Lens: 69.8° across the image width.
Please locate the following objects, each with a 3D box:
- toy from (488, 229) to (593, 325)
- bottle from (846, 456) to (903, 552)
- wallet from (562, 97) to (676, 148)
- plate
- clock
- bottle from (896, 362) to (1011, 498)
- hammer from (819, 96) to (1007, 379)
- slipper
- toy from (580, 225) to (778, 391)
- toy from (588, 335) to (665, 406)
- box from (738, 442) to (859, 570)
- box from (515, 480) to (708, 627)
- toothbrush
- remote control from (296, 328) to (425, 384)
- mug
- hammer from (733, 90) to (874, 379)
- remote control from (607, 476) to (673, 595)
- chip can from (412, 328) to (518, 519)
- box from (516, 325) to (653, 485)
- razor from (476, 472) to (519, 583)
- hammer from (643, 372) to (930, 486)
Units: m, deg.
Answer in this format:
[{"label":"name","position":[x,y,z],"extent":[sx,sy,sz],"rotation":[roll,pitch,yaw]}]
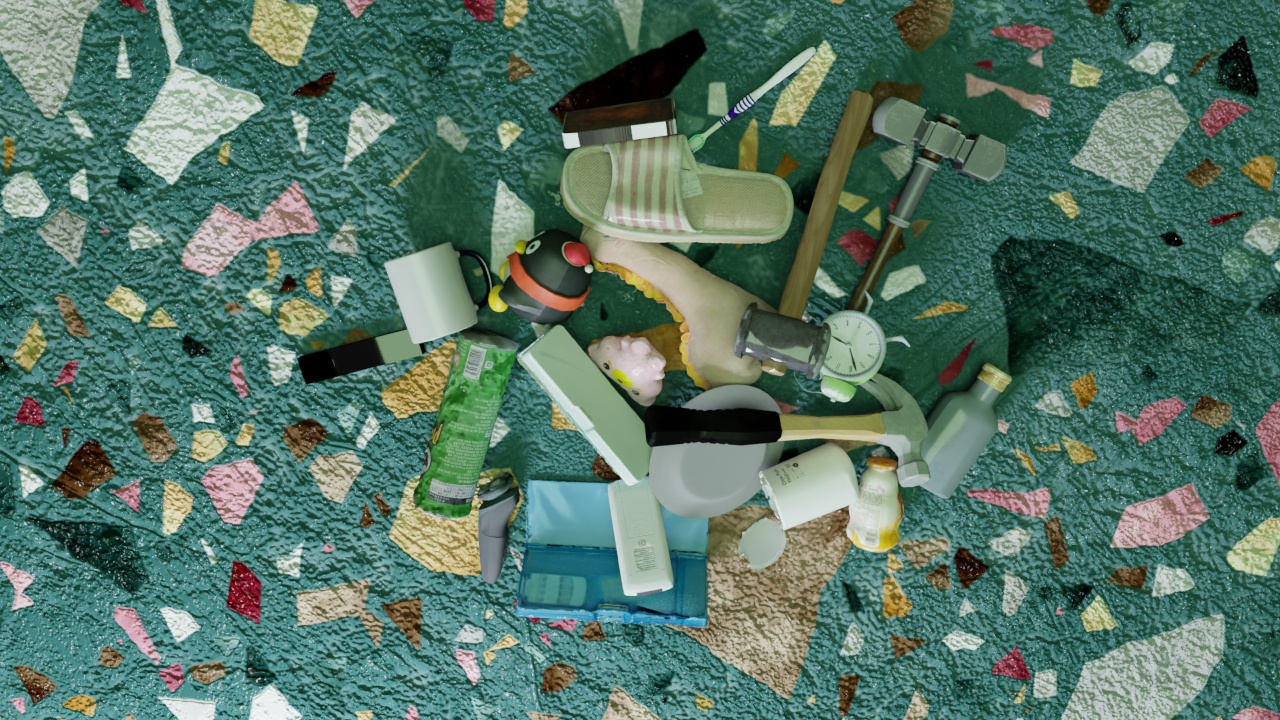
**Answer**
[{"label":"toy","position":[-0.100,-0.099,1.024],"extent":[0.099,0.097,0.119],"rotation":[30,124,-14]},{"label":"bottle","position":[0.281,0.170,1.090],"extent":[0.063,0.063,0.108],"rotation":[4,103,1]},{"label":"wallet","position":[-0.022,-0.263,1.007],"extent":[0.123,0.072,0.019],"rotation":[-7,125,5]},{"label":"plate","position":[0.094,0.110,1.067],"extent":[0.178,0.012,0.179],"rotation":[-11,119,-21]},{"label":"clock","position":[0.226,-0.009,1.023],"extent":[0.119,0.042,0.094],"rotation":[-34,75,1]},{"label":"bottle","position":[0.375,0.078,1.077],"extent":[0.072,0.046,0.161],"rotation":[30,101,-5]},{"label":"hammer","position":[0.276,-0.123,1.044],"extent":[0.156,0.043,0.323],"rotation":[23,104,-3]},{"label":"slipper","position":[0.044,-0.187,1.008],"extent":[0.263,0.052,0.115],"rotation":[7,79,-7]},{"label":"toy","position":[0.035,-0.058,1.051],"extent":[0.264,0.065,0.196],"rotation":[28,97,-3]},{"label":"toy","position":[-0.006,0.006,1.062],"extent":[0.102,0.093,0.050],"rotation":[44,57,-11]},{"label":"box","position":[0.179,0.174,1.085],"extent":[0.160,0.084,0.119],"rotation":[-21,127,-2]},{"label":"box","position":[-0.030,0.236,1.125],"extent":[0.232,0.066,0.172],"rotation":[4,74,2]},{"label":"toothbrush","position":[0.120,-0.289,1.023],"extent":[0.187,0.016,0.015],"rotation":[-37,98,9]},{"label":"remote control","position":[-0.334,-0.006,1.099],"extent":[0.150,0.013,0.034],"rotation":[-14,101,4]},{"label":"mug","position":[-0.224,-0.083,1.054],"extent":[0.111,0.079,0.097],"rotation":[-22,102,-22]},{"label":"hammer","position":[0.192,-0.141,0.999],"extent":[0.098,0.052,0.328],"rotation":[17,84,11]},{"label":"remote control","position":[0.000,0.207,1.089],"extent":[0.060,0.025,0.138],"rotation":[-9,73,-3]},{"label":"chip can","position":[-0.207,0.072,1.082],"extent":[0.075,0.075,0.223],"rotation":[17,101,-2]},{"label":"box","position":[-0.067,0.057,1.078],"extent":[0.199,0.085,0.096],"rotation":[52,139,-8]},{"label":"razor","position":[-0.177,0.207,1.126],"extent":[0.052,0.047,0.143],"rotation":[6,106,2]},{"label":"hammer","position":[0.166,0.074,1.022],"extent":[0.328,0.039,0.131],"rotation":[2,63,-15]}]
